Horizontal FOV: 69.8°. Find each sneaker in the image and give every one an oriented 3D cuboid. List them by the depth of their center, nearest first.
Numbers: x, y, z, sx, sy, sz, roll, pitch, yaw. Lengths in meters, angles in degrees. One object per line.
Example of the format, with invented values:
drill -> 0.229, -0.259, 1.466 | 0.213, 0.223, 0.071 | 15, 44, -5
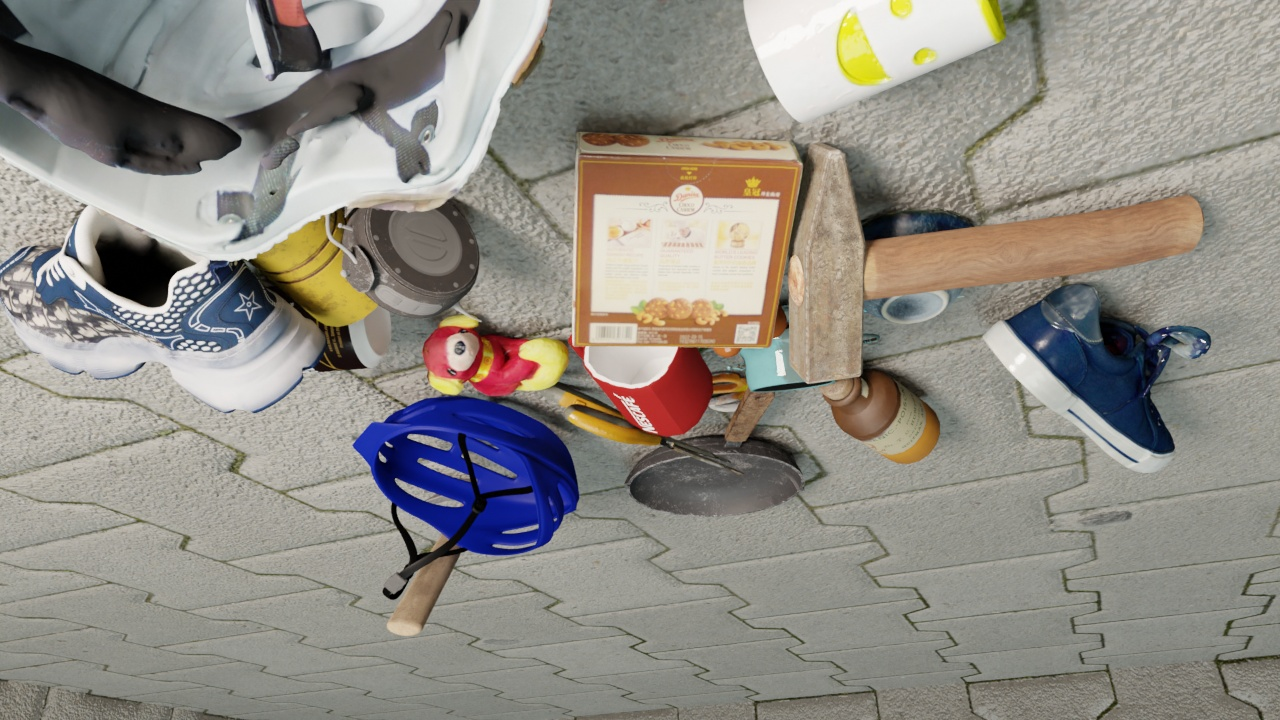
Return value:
sneaker -> -0.349, -0.057, 0.620 | 0.270, 0.103, 0.132 | 13, 142, 21
sneaker -> 0.430, 0.011, 0.812 | 0.294, 0.120, 0.127 | 29, 117, -38

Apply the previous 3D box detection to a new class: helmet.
helmet -> -0.167, -0.178, 0.371 | 0.264, 0.163, 0.236 | -22, 149, 22
helmet -> -0.162, 0.140, 0.874 | 0.241, 0.227, 0.148 | 31, 125, -24

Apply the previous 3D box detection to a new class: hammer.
hammer -> 0.250, -0.082, 0.636 | 0.300, 0.037, 0.158 | -8, 113, -8
hammer -> -0.198, 0.195, 0.956 | 0.119, 0.330, 0.031 | 6, 106, 1

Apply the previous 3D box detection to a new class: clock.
clock -> -0.162, -0.074, 0.625 | 0.122, 0.091, 0.044 | 16, 147, -38
clock -> 0.142, -0.005, 0.781 | 0.124, 0.053, 0.090 | -10, 172, 29

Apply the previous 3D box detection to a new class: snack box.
snack box -> 0.026, -0.078, 0.622 | 0.143, 0.041, 0.147 | 1, 126, -4

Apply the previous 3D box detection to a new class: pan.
pan -> 0.094, 0.096, 0.992 | 0.207, 0.040, 0.358 | 3, 150, -6

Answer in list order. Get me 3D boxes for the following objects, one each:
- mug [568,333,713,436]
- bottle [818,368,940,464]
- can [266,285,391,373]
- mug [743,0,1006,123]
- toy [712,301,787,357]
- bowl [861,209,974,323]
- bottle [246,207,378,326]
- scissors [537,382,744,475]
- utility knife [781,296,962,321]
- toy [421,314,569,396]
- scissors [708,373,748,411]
mug -> -0.005, 0.005, 0.794 | 0.116, 0.080, 0.096 | 18, 160, 28
bottle -> 0.223, 0.046, 0.877 | 0.068, 0.067, 0.157 | -23, 144, 34
can -> -0.270, -0.025, 0.731 | 0.128, 0.071, 0.072 | -5, 151, 7
mug -> 0.117, -0.177, 0.461 | 0.106, 0.082, 0.082 | -18, 147, 30
toy -> 0.050, -0.058, 0.695 | 0.095, 0.065, 0.127 | -32, 134, 29
bowl -> 0.203, -0.063, 0.696 | 0.110, 0.055, 0.110 | -1, 151, -1
bottle -> -0.239, -0.094, 0.614 | 0.071, 0.071, 0.164 | -9, 150, 15
scissors -> -0.002, 0.066, 0.884 | 0.225, 0.016, 0.166 | 21, -175, -39
utility knife -> 0.189, -0.046, 0.764 | 0.158, 0.015, 0.022 | -6, 174, 8
toy -> -0.129, 0.001, 0.804 | 0.137, 0.067, 0.106 | 10, 154, -43
scissors -> 0.124, 0.031, 0.905 | 0.133, 0.012, 0.084 | -4, 152, 7
